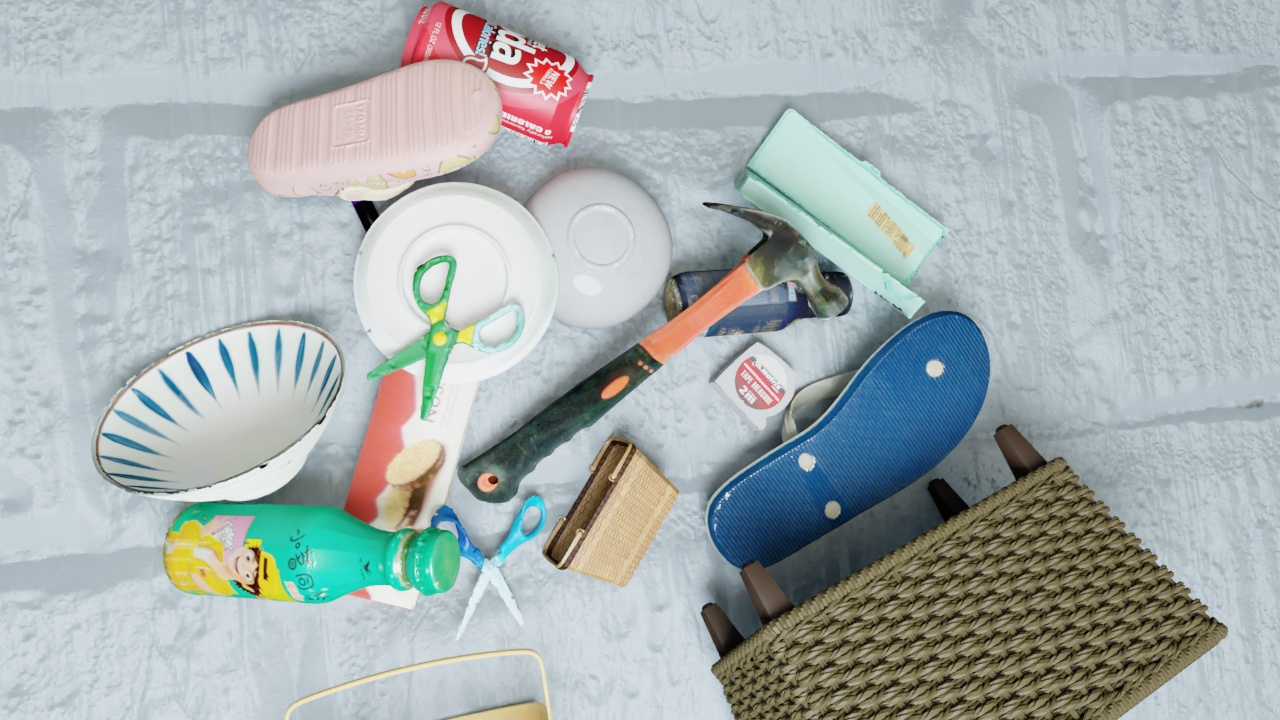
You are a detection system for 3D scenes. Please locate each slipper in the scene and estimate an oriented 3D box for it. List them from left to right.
[{"bbox_3d":[-0.196,-0.160,0.702,0.197,0.081,0.093,-12,67,4],"label":"slipper"},{"bbox_3d":[0.179,0.071,0.791,0.294,0.060,0.118,-36,98,-6],"label":"slipper"}]

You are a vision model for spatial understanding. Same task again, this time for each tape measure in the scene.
[{"bbox_3d":[0.100,0.021,0.795,0.062,0.020,0.060,-44,96,-12],"label":"tape measure"}]

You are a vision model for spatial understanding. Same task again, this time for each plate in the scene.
[{"bbox_3d":[-0.141,-0.061,0.701,0.157,0.014,0.157,0,84,-4],"label":"plate"}]

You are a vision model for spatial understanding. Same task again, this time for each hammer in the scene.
[{"bbox_3d":[-0.004,0.004,0.727,0.333,0.033,0.133,-38,104,4],"label":"hammer"}]

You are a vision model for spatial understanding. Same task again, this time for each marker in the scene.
[{"bbox_3d":[-0.216,-0.115,0.738,0.018,0.015,0.134,-25,92,8],"label":"marker"}]

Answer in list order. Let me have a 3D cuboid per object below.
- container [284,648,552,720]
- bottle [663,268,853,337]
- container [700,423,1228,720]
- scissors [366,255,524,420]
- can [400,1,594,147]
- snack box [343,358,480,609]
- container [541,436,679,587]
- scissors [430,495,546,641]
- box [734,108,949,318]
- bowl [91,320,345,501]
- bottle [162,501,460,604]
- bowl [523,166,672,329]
[{"bbox_3d":[-0.151,0.299,0.666,0.183,0.129,0.167,-10,95,-12],"label":"container"},{"bbox_3d":[0.101,-0.052,0.782,0.160,0.056,0.056,-5,87,-15],"label":"bottle"},{"bbox_3d":[0.219,0.207,0.697,0.320,0.177,0.205,-23,68,-22],"label":"container"},{"bbox_3d":[-0.140,-0.014,0.682,0.121,0.012,0.127,9,83,-3],"label":"scissors"},{"bbox_3d":[-0.115,-0.228,0.738,0.142,0.074,0.074,20,82,-10],"label":"can"},{"bbox_3d":[-0.175,0.052,0.721,0.076,0.044,0.272,16,83,-9],"label":"snack box"},{"bbox_3d":[-0.022,0.126,0.743,0.061,0.063,0.114,34,80,-15],"label":"container"},{"bbox_3d":[-0.124,0.157,0.723,0.129,0.014,0.127,33,75,-36],"label":"scissors"},{"bbox_3d":[0.179,-0.128,0.795,0.187,0.078,0.109,37,87,-8],"label":"box"},{"bbox_3d":[-0.291,0.052,0.668,0.177,0.177,0.071,-22,131,-13],"label":"bowl"},{"bbox_3d":[-0.229,0.136,0.646,0.210,0.068,0.068,-1,86,17],"label":"bottle"},{"bbox_3d":[-0.037,-0.094,0.751,0.131,0.064,0.131,1,86,-12],"label":"bowl"}]
